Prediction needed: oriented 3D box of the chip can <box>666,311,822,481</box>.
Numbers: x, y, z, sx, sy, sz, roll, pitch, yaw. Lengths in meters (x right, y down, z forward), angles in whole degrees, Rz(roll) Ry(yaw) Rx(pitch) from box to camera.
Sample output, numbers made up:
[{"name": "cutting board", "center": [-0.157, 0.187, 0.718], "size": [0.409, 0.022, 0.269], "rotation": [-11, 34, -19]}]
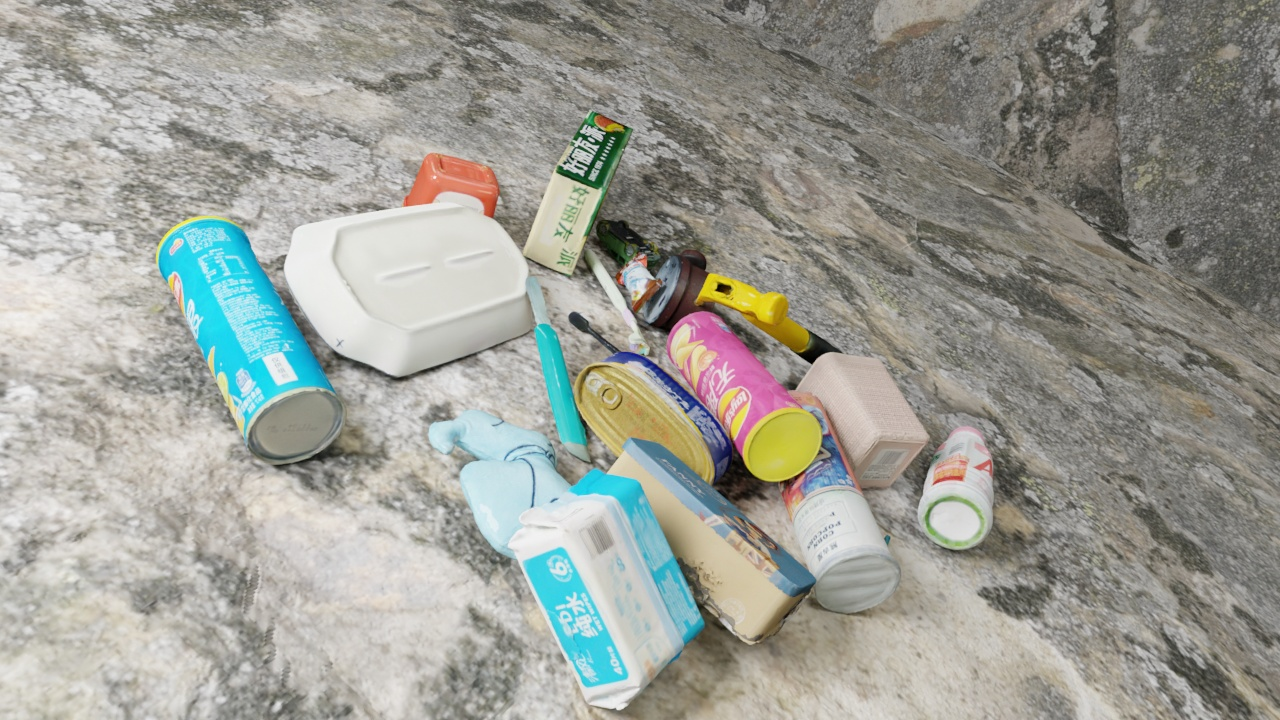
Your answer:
[{"name": "chip can", "center": [0.090, 0.026, 0.860], "size": [0.071, 0.071, 0.210], "rotation": [11, 22, -24]}]

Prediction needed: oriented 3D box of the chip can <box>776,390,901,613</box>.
[{"name": "chip can", "center": [0.160, 0.116, 0.817], "size": [0.071, 0.071, 0.214], "rotation": [15, 32, -19]}]

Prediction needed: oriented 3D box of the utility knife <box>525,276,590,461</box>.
[{"name": "utility knife", "center": [-0.079, 0.001, 0.830], "size": [0.029, 0.013, 0.215], "rotation": [13, 45, -35]}]

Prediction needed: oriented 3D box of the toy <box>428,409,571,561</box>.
[{"name": "toy", "center": [-0.088, 0.097, 0.676], "size": [0.161, 0.050, 0.156], "rotation": [27, 27, -9]}]

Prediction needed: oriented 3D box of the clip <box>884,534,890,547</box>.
[{"name": "clip", "center": [0.213, 0.171, 0.830], "size": [0.042, 0.014, 0.056], "rotation": [33, 33, 10]}]

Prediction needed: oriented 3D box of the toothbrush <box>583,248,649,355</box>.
[{"name": "toothbrush", "center": [-0.031, -0.070, 1.007], "size": [0.029, 0.020, 0.189], "rotation": [41, 14, -43]}]

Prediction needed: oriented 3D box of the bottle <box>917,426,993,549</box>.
[{"name": "bottle", "center": [0.331, 0.122, 0.947], "size": [0.068, 0.068, 0.196], "rotation": [33, 27, 10]}]

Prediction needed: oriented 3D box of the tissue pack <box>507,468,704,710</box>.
[{"name": "tissue pack", "center": [-0.021, 0.147, 0.601], "size": [0.089, 0.063, 0.140], "rotation": [-25, 89, -54]}]

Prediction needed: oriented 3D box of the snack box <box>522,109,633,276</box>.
[{"name": "snack box", "center": [-0.071, -0.204, 1.084], "size": [0.063, 0.115, 0.239], "rotation": [23, 30, -5]}]

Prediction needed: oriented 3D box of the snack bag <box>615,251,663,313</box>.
[{"name": "snack bag", "center": [-0.002, -0.087, 1.012], "size": [0.026, 0.048, 0.104], "rotation": [40, 12, -22]}]

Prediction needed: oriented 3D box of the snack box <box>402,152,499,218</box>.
[{"name": "snack box", "center": [-0.196, -0.167, 0.966], "size": [0.091, 0.080, 0.082], "rotation": [10, 35, -27]}]

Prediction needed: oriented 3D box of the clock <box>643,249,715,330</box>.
[{"name": "clock", "center": [0.045, -0.076, 1.010], "size": [0.055, 0.082, 0.121], "rotation": [23, 31, -15]}]

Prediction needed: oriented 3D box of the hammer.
[{"name": "hammer", "center": [0.167, -0.022, 0.966], "size": [0.129, 0.033, 0.300], "rotation": [26, 0, 45]}]

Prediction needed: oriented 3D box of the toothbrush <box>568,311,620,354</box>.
[{"name": "toothbrush", "center": [-0.005, 0.005, 0.914], "size": [0.181, 0.016, 0.018], "rotation": [40, 24, 23]}]

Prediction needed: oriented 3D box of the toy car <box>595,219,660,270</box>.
[{"name": "toy car", "center": [-0.017, -0.139, 1.102], "size": [0.043, 0.036, 0.091], "rotation": [-13, 50, -46]}]

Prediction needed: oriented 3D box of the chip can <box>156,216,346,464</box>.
[{"name": "chip can", "center": [-0.291, -0.020, 0.680], "size": [0.071, 0.071, 0.210], "rotation": [-6, 44, -43]}]

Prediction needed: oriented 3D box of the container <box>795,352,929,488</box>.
[{"name": "container", "center": [0.219, 0.064, 0.927], "size": [0.090, 0.090, 0.110], "rotation": [6, 40, -31]}]

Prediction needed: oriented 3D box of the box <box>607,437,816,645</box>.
[{"name": "box", "center": [0.042, 0.129, 0.692], "size": [0.184, 0.061, 0.089], "rotation": [42, 6, 19]}]

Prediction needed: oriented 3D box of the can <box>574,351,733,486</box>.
[{"name": "can", "center": [0.012, 0.054, 0.791], "size": [0.148, 0.075, 0.049], "rotation": [42, 31, 11]}]

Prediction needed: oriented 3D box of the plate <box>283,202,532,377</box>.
[{"name": "plate", "center": [-0.190, -0.079, 0.827], "size": [0.162, 0.034, 0.265], "rotation": [56, 35, 8]}]
